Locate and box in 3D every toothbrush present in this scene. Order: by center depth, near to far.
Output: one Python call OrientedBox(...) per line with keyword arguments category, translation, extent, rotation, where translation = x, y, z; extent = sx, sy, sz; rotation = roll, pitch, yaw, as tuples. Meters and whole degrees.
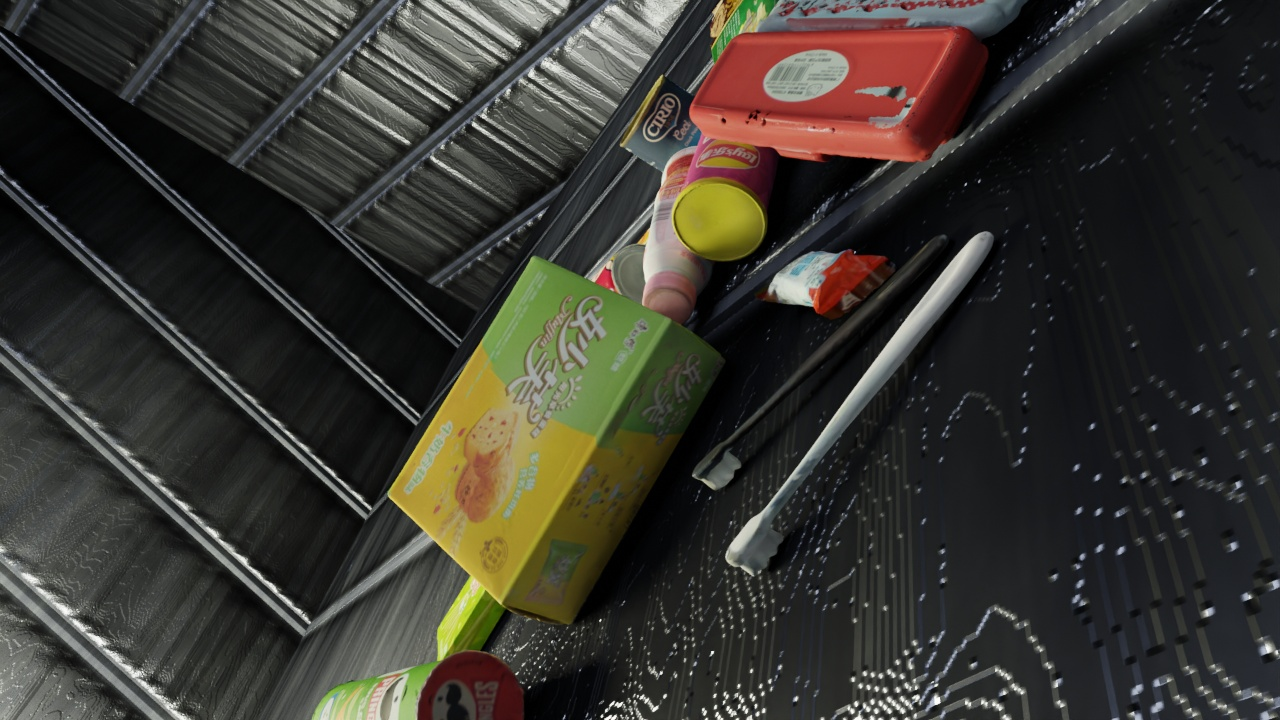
OrientedBox(category="toothbrush", translation=(0.096, 0.020, 0.396), extent=(0.180, 0.016, 0.016), rotation=(-54, 16, 7))
OrientedBox(category="toothbrush", translation=(0.087, 0.005, 0.458), extent=(0.181, 0.018, 0.015), rotation=(-49, 2, 26))

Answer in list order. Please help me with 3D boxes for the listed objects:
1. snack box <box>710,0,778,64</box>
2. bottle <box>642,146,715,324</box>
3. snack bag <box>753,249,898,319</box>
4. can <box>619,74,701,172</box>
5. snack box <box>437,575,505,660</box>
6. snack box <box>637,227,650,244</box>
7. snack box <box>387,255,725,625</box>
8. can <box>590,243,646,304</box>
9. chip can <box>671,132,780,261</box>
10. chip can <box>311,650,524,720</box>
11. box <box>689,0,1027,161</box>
OrientedBox(category="snack box", translation=(0.120, -0.238, 0.707), extent=(0.118, 0.117, 0.105), rotation=(-44, 32, 54))
OrientedBox(category="bottle", translation=(0.038, -0.104, 0.765), extent=(0.068, 0.068, 0.196), rotation=(-47, 19, 40))
OrientedBox(category="snack bag", translation=(0.097, -0.043, 0.497), extent=(0.048, 0.026, 0.104), rotation=(-36, 11, -6))
OrientedBox(category="can", translation=(0.047, -0.205, 0.861), extent=(0.075, 0.111, 0.075), rotation=(-56, 12, 18))
OrientedBox(category="snack box", translation=(-0.125, 0.188, 0.792), extent=(0.156, 0.026, 0.086), rotation=(-58, 14, 0))
OrientedBox(category="snack box", translation=(0.011, -0.107, 0.953), extent=(0.156, 0.027, 0.076), rotation=(-48, 18, 38))
OrientedBox(category="snack box", translation=(-0.063, 0.048, 0.631), extent=(0.158, 0.070, 0.210), rotation=(28, 86, 44))
OrientedBox(category="can", translation=(-0.015, -0.060, 0.858), extent=(0.094, 0.066, 0.066), rotation=(-37, 25, 58))
OrientedBox(category="chip can", translation=(0.081, -0.171, 0.747), extent=(0.072, 0.071, 0.210), rotation=(-46, 18, 42))
OrientedBox(category="chip can", translation=(-0.164, 0.251, 0.641), extent=(0.237, 0.072, 0.072), rotation=(-32, 29, 50))
OrientedBox(category="box", translation=(0.129, -0.193, 0.550), extent=(0.201, 0.039, 0.158), rotation=(25, 84, 53))
